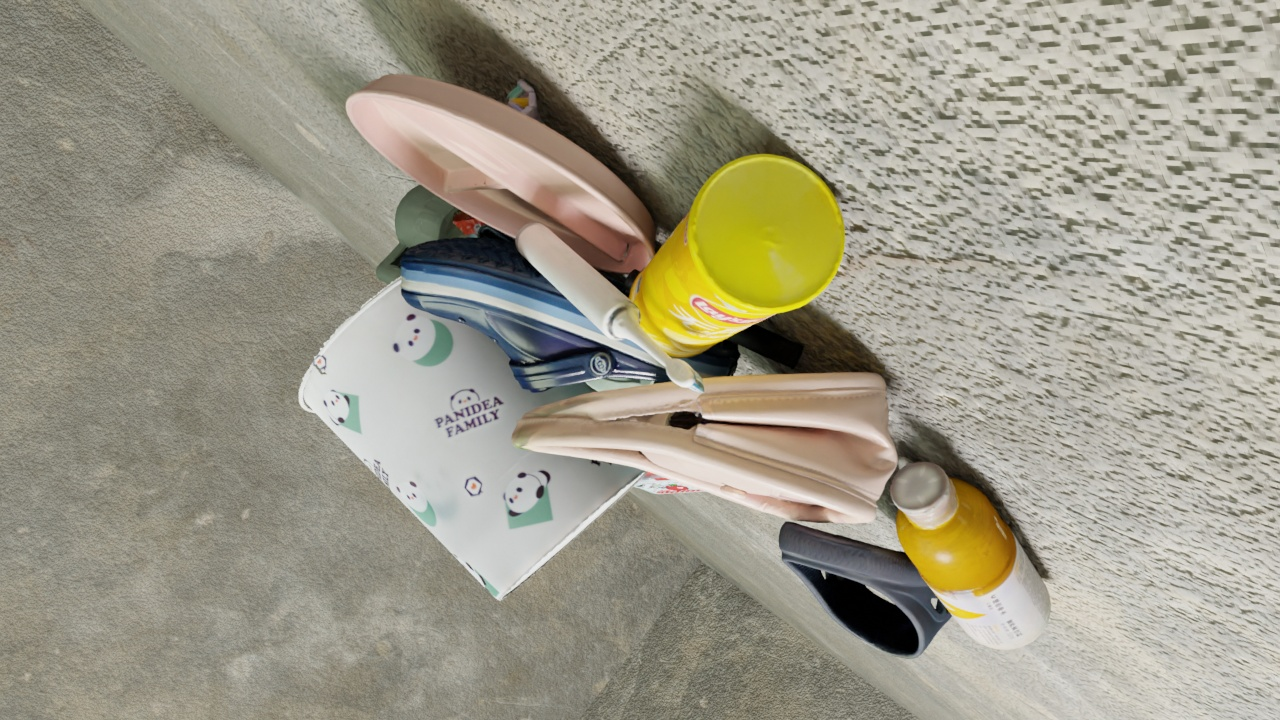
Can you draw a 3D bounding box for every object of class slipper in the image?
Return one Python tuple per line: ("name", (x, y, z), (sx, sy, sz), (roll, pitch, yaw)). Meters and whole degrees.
("slipper", (0.179, 0.182, 0.720), (0.111, 0.083, 0.268), (10, 170, 35))
("slipper", (-0.054, -0.021, 0.679), (0.253, 0.095, 0.105), (17, -166, 0))

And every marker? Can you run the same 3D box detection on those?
("marker", (0.049, -0.029, 0.632), (0.132, 0.020, 0.022), (25, -162, 14))

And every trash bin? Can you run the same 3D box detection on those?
("trash bin", (-0.139, 0.062, 0.837), (0.252, 0.229, 0.230), (48, 171, 8))

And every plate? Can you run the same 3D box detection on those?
("plate", (-0.089, -0.124, 0.628), (0.229, 0.028, 0.229), (25, 172, 4))

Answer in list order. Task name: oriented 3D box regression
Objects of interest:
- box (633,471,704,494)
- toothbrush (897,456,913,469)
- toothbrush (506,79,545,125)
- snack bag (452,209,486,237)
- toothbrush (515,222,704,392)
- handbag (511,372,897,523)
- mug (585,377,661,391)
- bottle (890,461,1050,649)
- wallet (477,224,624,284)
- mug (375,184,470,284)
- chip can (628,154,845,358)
("box", (0.053, 0.097, 0.918), (0.202, 0.060, 0.161), (-10, 138, 36))
("toothbrush", (0.222, 0.118, 0.708), (0.016, 0.018, 0.191), (29, 167, 40))
("toothbrush", (-0.073, -0.141, 0.650), (0.021, 0.029, 0.189), (1, 168, 0))
("snack bag", (-0.131, -0.116, 0.877), (0.045, 0.026, 0.105), (-11, 151, 42))
("toothbrush", (-0.024, -0.036, 0.562), (0.026, 0.027, 0.221), (29, -171, -40))
("handbag", (0.032, 0.053, 0.611), (0.234, 0.093, 0.193), (6, 170, -7))
("mug", (-0.005, 0.005, 0.790), (0.111, 0.082, 0.106), (-10, -149, -39))
("bottle", (0.224, 0.134, 0.629), (0.068, 0.068, 0.189), (27, 163, 52))
("wallet", (-0.074, -0.087, 0.802), (0.097, 0.019, 0.121), (14, -170, -43))
("mug", (-0.202, -0.117, 0.922), (0.103, 0.123, 0.083), (25, 161, 50))
("chip can", (0.042, -0.047, 0.506), (0.072, 0.072, 0.213), (40, 171, -3))
